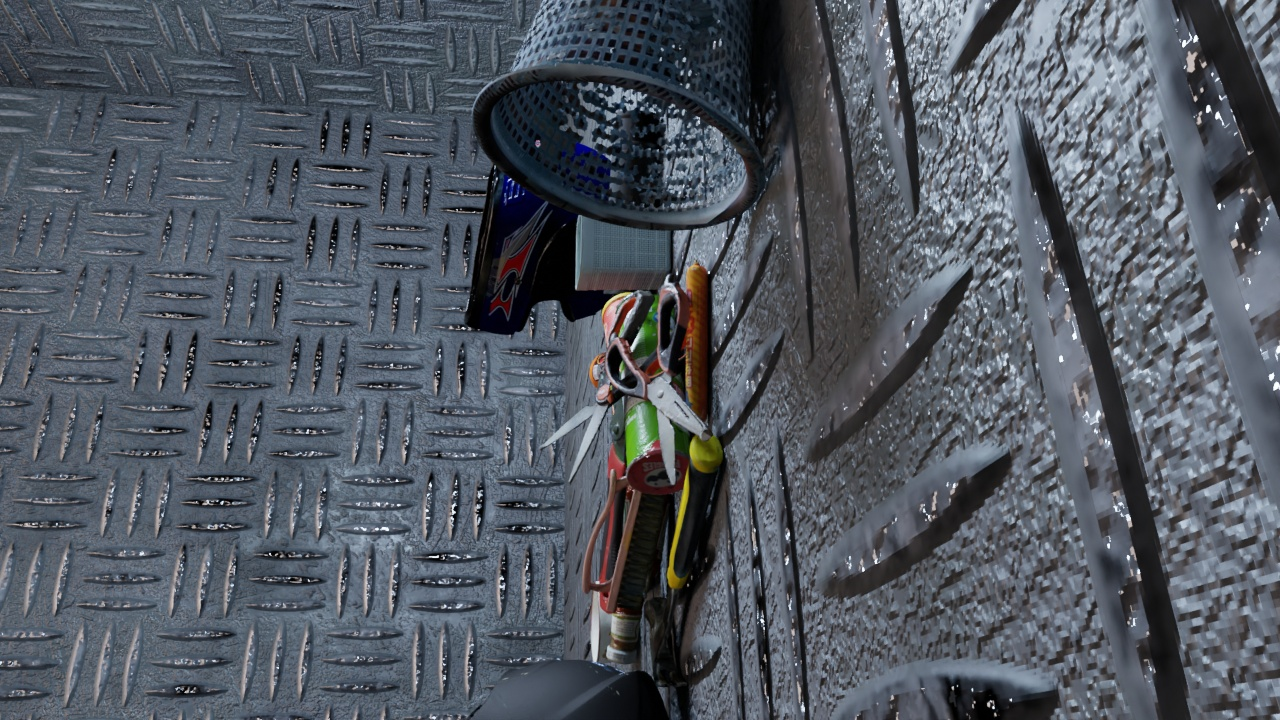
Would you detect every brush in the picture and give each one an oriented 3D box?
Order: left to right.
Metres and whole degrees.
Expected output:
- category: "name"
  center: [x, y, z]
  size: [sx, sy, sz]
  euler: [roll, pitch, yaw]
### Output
- category: "brush"
  center: [-0.016, 0.187, 0.967]
  size: [0.063, 0.073, 0.146]
  euler: [-61, -17, -78]

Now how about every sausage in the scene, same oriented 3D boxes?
- category: "sausage"
  center: [0.054, -0.016, 0.879]
  size: [0.021, 0.021, 0.165]
  euler: [133, 138, -78]

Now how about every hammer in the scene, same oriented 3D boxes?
- category: "hammer"
  center: [0.040, 0.203, 0.898]
  size: [0.126, 0.032, 0.324]
  euler: [-98, 13, -50]

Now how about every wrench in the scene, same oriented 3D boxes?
- category: "wrench"
  center: [-0.031, 0.146, 1.032]
  size: [0.056, 0.016, 0.273]
  euler: [-3, 84, 52]

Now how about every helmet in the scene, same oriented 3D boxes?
- category: "helmet"
  center: [-0.126, -0.173, 1.396]
  size: [0.247, 0.240, 0.316]
  euler: [-100, 24, -59]
- category: "helmet"
  center: [-0.067, 0.436, 0.922]
  size: [0.234, 0.230, 0.274]
  euler: [84, 168, -54]

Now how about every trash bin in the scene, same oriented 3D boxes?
- category: "trash bin"
  center: [0.002, -0.240, 0.723]
  size: [0.227, 0.226, 0.194]
  euler: [119, 165, -73]

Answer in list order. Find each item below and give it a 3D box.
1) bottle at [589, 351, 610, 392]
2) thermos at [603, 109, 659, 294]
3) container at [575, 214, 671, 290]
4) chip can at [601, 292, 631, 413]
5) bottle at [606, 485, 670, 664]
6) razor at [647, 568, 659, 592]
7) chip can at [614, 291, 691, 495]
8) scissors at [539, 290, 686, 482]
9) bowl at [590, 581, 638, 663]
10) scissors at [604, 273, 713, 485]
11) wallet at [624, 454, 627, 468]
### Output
- category: "bottle"
  center: [-0.033, 0.016, 1.387]
  size: [0.150, 0.066, 0.066]
  euler: [166, 106, -74]
- category: "thermos"
  center: [-0.004, -0.208, 1.242]
  size: [0.089, 0.068, 0.242]
  euler: [-3, -82, -65]
- category: "container"
  center: [-0.022, -0.137, 1.133]
  size: [0.090, 0.111, 0.090]
  euler: [119, 152, -75]
- category: "chip can"
  center: [-0.007, 0.007, 1.141]
  size: [0.216, 0.073, 0.073]
  euler: [-98, 12, -49]
- category: "bottle"
  center: [-0.008, 0.244, 1.058]
  size: [0.060, 0.059, 0.206]
  euler: [-178, 96, -82]
- category: "razor"
  center: [-0.011, 0.273, 1.165]
  size: [0.062, 0.067, 0.168]
  euler: [56, 169, 14]
- category: "chip can"
  center: [0.013, 0.028, 0.987]
  size: [0.072, 0.072, 0.235]
  euler: [100, 169, -46]
- category: "scissors"
  center: [-0.021, 0.017, 0.954]
  size: [0.230, 0.021, 0.220]
  euler: [-20, 47, 39]
- category: "bowl"
  center: [-0.036, 0.370, 1.300]
  size: [0.113, 0.062, 0.113]
  euler: [179, 91, -83]
- category: "scissors"
  center: [0.016, 0.016, 0.867]
  size: [0.189, 0.015, 0.226]
  euler: [-15, 60, 53]
- category: "wallet"
  center: [-0.009, 0.172, 1.203]
  size: [0.125, 0.032, 0.101]
  euler: [77, -173, -58]
